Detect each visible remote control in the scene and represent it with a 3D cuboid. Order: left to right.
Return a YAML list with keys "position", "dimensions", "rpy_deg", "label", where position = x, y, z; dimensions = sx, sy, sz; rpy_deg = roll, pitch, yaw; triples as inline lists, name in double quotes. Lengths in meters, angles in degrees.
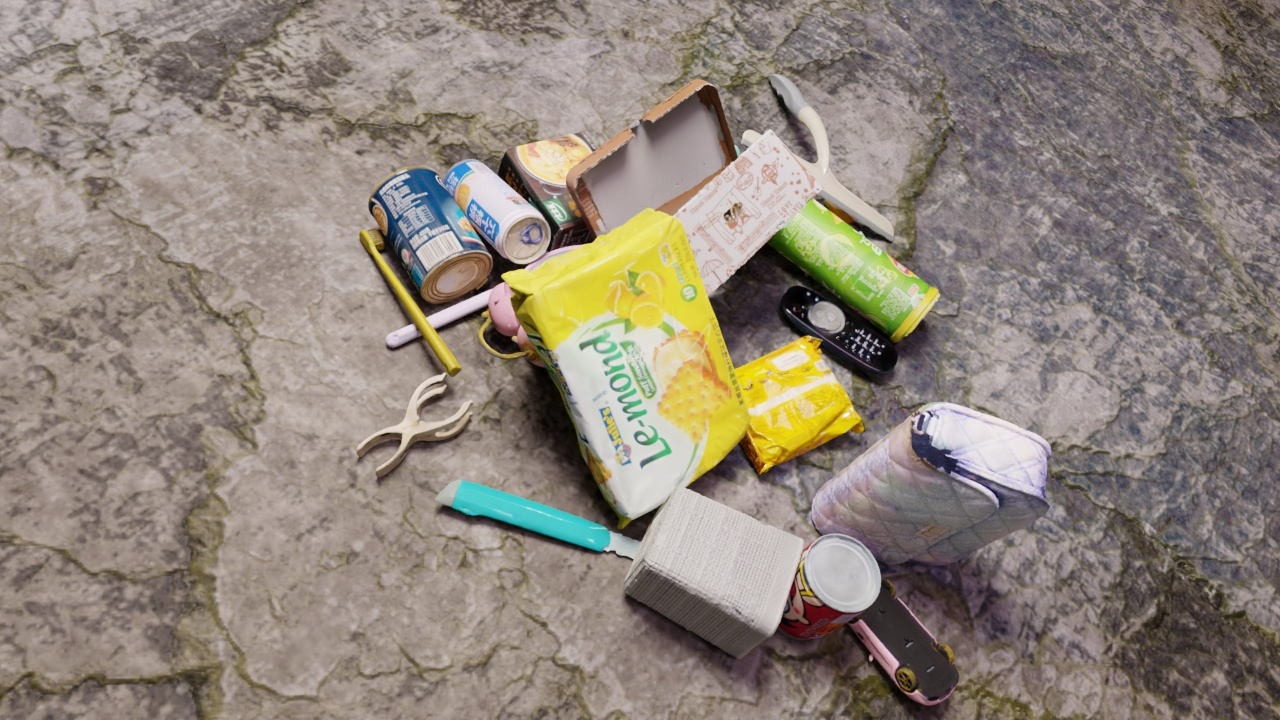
- position: [0.206, -0.029, 0.962]
  dimensions: [0.136, 0.024, 0.053]
  rpy_deg: [35, 57, 7]
  label: "remote control"

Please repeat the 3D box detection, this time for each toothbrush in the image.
- position: [-0.211, -0.057, 0.841]
  dimensions: [0.016, 0.016, 0.190]
  rpy_deg: [-21, 59, -30]
  label: "toothbrush"
- position: [-0.155, -0.054, 0.870]
  dimensions: [0.188, 0.021, 0.029]
  rpy_deg: [-27, 71, -28]
  label: "toothbrush"

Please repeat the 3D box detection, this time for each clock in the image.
- position: [-0.074, -0.046, 0.842]
  dimensions: [0.158, 0.060, 0.117]
  rpy_deg: [-31, 46, -19]
  label: "clock"

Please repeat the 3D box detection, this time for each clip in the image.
- position: [-0.199, 0.046, 0.787]
  dimensions: [0.104, 0.035, 0.083]
  rpy_deg: [-22, 71, -19]
  label: "clip"

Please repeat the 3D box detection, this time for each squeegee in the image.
- position: [0.193, -0.279, 1.079]
  dimensions: [0.246, 0.039, 0.246]
  rpy_deg: [24, 38, -32]
  label: "squeegee"

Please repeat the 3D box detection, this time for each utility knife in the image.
- position: [-0.071, 0.141, 0.776]
  dimensions: [0.207, 0.013, 0.029]
  rpy_deg: [20, 58, -9]
  label: "utility knife"

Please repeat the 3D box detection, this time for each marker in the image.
- position: [0.249, -0.140, 1.052]
  dimensions: [0.018, 0.015, 0.123]
  rpy_deg: [-22, 70, -26]
  label: "marker"

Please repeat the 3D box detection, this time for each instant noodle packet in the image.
- position: [0.143, 0.041, 0.887]
  dimensions: [0.128, 0.044, 0.110]
  rpy_deg: [-20, 73, -23]
  label: "instant noodle packet"

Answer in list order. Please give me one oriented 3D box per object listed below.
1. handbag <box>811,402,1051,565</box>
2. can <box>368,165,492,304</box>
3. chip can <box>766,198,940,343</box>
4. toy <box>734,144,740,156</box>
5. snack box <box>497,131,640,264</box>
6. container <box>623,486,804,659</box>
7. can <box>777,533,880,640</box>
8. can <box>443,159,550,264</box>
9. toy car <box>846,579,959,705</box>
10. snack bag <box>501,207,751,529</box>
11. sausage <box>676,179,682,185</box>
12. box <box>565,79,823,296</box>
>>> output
- position: [0.244, 0.114, 0.781]
  dimensions: [0.134, 0.194, 0.075]
  rpy_deg: [21, 58, -4]
  label: "handbag"
- position: [-0.197, -0.117, 0.862]
  dimensions: [0.075, 0.075, 0.111]
  rpy_deg: [-24, 69, -28]
  label: "can"
- position: [0.211, -0.112, 0.987]
  dimensions: [0.221, 0.073, 0.072]
  rpy_deg: [39, 56, 8]
  label: "chip can"
- position: [0.089, -0.223, 1.041]
  dimensions: [0.096, 0.030, 0.091]
  rpy_deg: [28, 49, -23]
  label: "toy"
- position: [-0.084, -0.170, 0.950]
  dimensions: [0.125, 0.053, 0.113]
  rpy_deg: [-23, 68, -34]
  label: "snack box"
- position: [0.057, 0.170, 0.750]
  dimensions: [0.114, 0.090, 0.090]
  rpy_deg: [27, 55, 0]
  label: "container"
- position: [0.149, 0.191, 0.764]
  dimensions: [0.066, 0.094, 0.066]
  rpy_deg: [8, 57, -12]
  label: "can"
- position: [-0.139, -0.144, 0.879]
  dimensions: [0.053, 0.053, 0.134]
  rpy_deg: [-20, 42, -27]
  label: "can"
- position: [0.220, 0.240, 0.792]
  dimensions: [0.056, 0.037, 0.122]
  rpy_deg: [-18, 53, -30]
  label: "toy car"
- position: [-0.005, 0.005, 0.782]
  dimensions: [0.157, 0.068, 0.246]
  rpy_deg: [-33, 113, -26]
  label: "snack bag"
- position: [0.029, -0.187, 1.008]
  dimensions: [0.021, 0.022, 0.164]
  rpy_deg: [24, 55, -2]
  label: "sausage"
- position: [0.041, -0.164, 0.891]
  dimensions: [0.182, 0.153, 0.178]
  rpy_deg: [-43, 95, -13]
  label: "box"
